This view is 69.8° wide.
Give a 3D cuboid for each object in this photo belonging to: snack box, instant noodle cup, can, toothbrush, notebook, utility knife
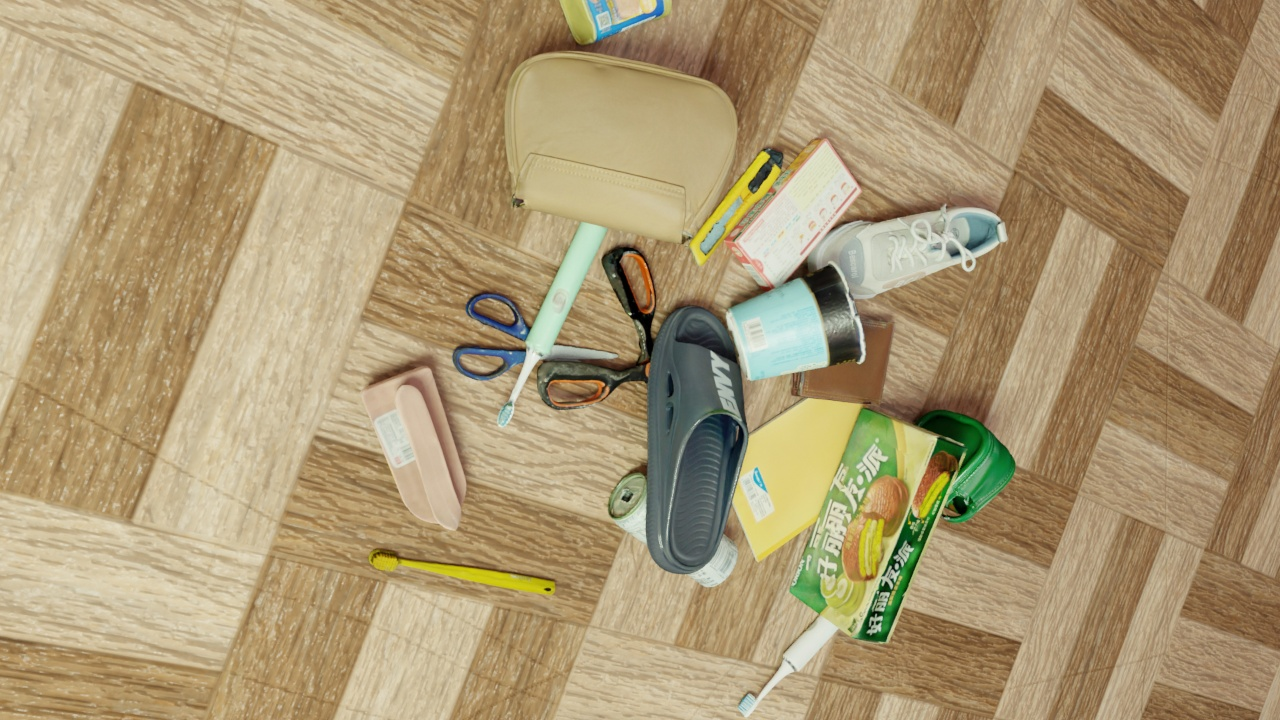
[{"bbox_3d":[0.263,0.183,1.029,0.063,0.114,0.240,18,95,-32],"label":"snack box"},{"bbox_3d":[0.156,-0.032,0.946,0.120,0.111,0.111,-17,108,2],"label":"instant noodle cup"},{"bbox_3d":[-0.031,-0.347,0.830,0.083,0.057,0.102,-28,110,-17],"label":"can"},{"bbox_3d":[0.197,0.336,1.083,0.220,0.027,0.026,-42,76,-14],"label":"toothbrush"},{"bbox_3d":[0.189,0.118,1.049,0.206,0.010,0.146,-31,112,-19],"label":"notebook"},{"bbox_3d":[0.102,-0.161,0.952,0.033,0.015,0.153,42,80,-24],"label":"utility knife"},{"bbox_3d":[0.035,0.177,0.955,0.146,0.058,0.058,40,80,-26],"label":"can"},{"bbox_3d":[-0.167,0.206,0.881,0.190,0.017,0.015,18,91,-28],"label":"toothbrush"},{"bbox_3d":[0.165,-0.155,0.979,0.155,0.027,0.077,-49,116,-11],"label":"snack box"},{"bbox_3d":[-0.085,-0.040,0.862,0.026,0.027,0.224,25,81,-5],"label":"toothbrush"}]

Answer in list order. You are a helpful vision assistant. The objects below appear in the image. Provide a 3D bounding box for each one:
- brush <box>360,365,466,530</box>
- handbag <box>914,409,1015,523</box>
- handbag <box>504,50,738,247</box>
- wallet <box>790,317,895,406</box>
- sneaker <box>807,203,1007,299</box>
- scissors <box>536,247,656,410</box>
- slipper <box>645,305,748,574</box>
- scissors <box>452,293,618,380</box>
[{"bbox_3d":[-0.195,0.082,0.814,0.063,0.073,0.146,-22,110,-23],"label":"brush"},{"bbox_3d":[0.357,0.125,1.068,0.068,0.131,0.120,44,81,-22],"label":"handbag"},{"bbox_3d":[-0.019,-0.188,0.816,0.204,0.100,0.147,14,89,3],"label":"handbag"},{"bbox_3d":[0.227,-0.004,1.028,0.124,0.032,0.101,8,87,-24],"label":"wallet"},{"bbox_3d":[0.303,-0.121,1.019,0.241,0.091,0.089,-16,105,-23],"label":"sneaker"},{"bbox_3d":[-0.004,-0.001,0.918,0.220,0.022,0.234,-21,106,-28],"label":"scissors"},{"bbox_3d":[0.069,0.077,0.905,0.110,0.083,0.268,14,77,-39],"label":"slipper"},{"bbox_3d":[-0.102,-0.002,0.881,0.140,0.012,0.171,-47,117,-14],"label":"scissors"}]
